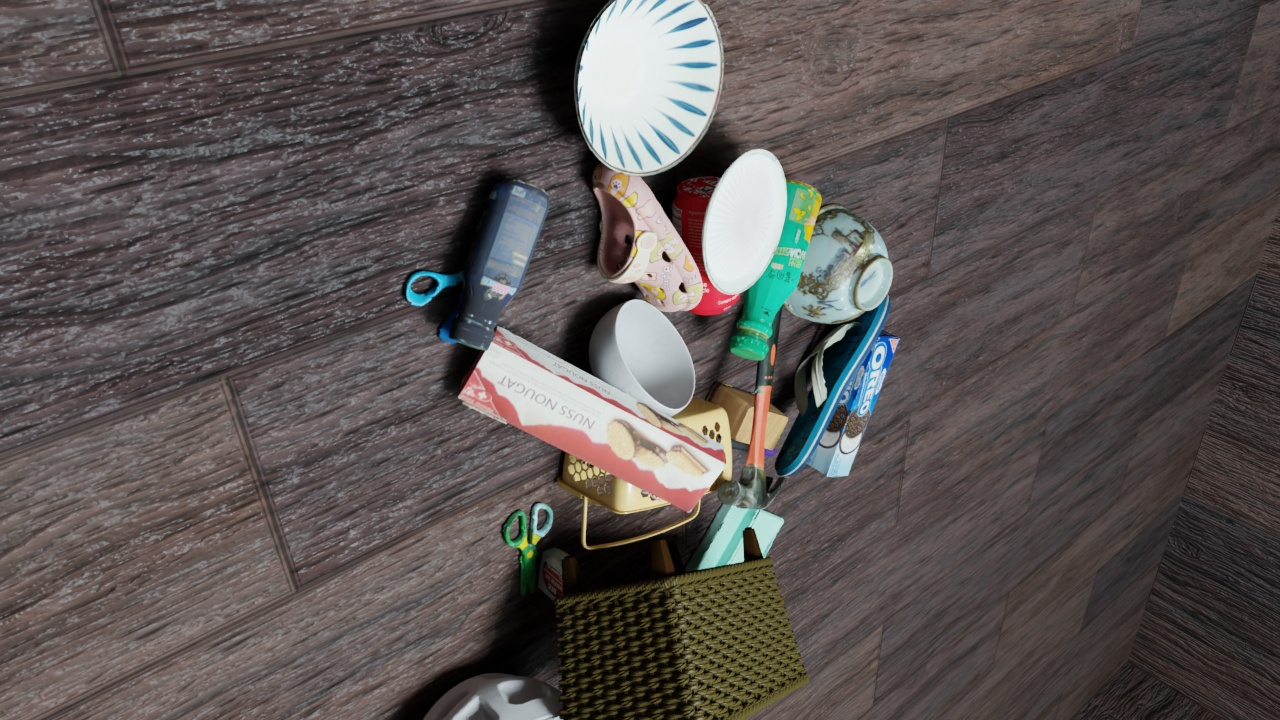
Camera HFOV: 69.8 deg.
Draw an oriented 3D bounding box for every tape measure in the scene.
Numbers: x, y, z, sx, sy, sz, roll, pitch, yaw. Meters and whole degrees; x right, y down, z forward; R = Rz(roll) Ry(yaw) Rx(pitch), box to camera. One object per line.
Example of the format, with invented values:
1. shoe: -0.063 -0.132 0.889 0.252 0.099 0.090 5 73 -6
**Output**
1. tape measure: -0.095 0.259 1.096 0.020 0.060 0.062 -8 114 -39

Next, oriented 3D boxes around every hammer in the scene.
1. hammer: 0.153 0.015 1.117 0.133 0.033 0.332 22 73 -56

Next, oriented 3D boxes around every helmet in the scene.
1. helmet: -0.155 0.496 1.078 0.223 0.184 0.282 -40 123 -25

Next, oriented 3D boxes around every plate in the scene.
1. plate: 0.109 -0.147 0.978 0.156 0.014 0.157 -29 129 -43

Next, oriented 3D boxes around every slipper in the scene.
1. slipper: 0.245 0.023 1.248 0.060 0.118 0.294 32 74 -3
2. slipper: -0.005 -0.112 0.949 0.081 0.093 0.197 -43 133 -14

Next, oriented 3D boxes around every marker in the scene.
1. marker: 0.146 0.116 1.268 0.133 0.015 0.018 16 73 -46

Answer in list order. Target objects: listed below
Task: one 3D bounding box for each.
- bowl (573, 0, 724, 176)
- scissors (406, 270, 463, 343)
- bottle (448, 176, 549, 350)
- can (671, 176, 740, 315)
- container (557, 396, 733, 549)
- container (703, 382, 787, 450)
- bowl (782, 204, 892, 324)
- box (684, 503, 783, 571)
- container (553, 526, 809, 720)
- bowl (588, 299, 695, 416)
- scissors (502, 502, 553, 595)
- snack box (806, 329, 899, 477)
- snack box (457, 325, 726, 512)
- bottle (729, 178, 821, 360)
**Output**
1. bowl: -0.008 -0.270 0.872 0.176 0.071 0.177 -20 124 -33
2. scissors: -0.162 -0.073 0.888 0.133 0.015 0.104 -37 129 -27
3. bottle: -0.134 -0.089 0.857 0.056 0.056 0.161 19 91 -46
4. can: 0.074 -0.126 1.023 0.074 0.074 0.143 -25 127 -31
5. container: 0.011 0.133 1.075 0.183 0.129 0.167 -8 108 -40
6. container: 0.139 0.077 1.205 0.113 0.061 0.063 18 100 -46
7. bowl: 0.268 -0.113 1.192 0.159 0.094 0.160 -20 124 -33
8. box: 0.127 0.294 1.338 0.136 0.033 0.186 29 92 -46
9. container: 0.047 0.318 1.095 0.320 0.177 0.205 12 64 -60
10. bowl: -0.006 0.006 1.003 0.065 0.131 0.131 -29 149 32
11. scissors: -0.127 0.224 1.084 0.070 0.014 0.131 -23 125 -32
12. snack box: 0.309 0.061 1.354 0.059 0.059 0.227 5 109 -39
13. snack box: -0.046 0.064 0.930 0.273 0.044 0.077 29 114 -14
14. bottle: 0.153 -0.105 1.073 0.068 0.068 0.209 28 76 -47
